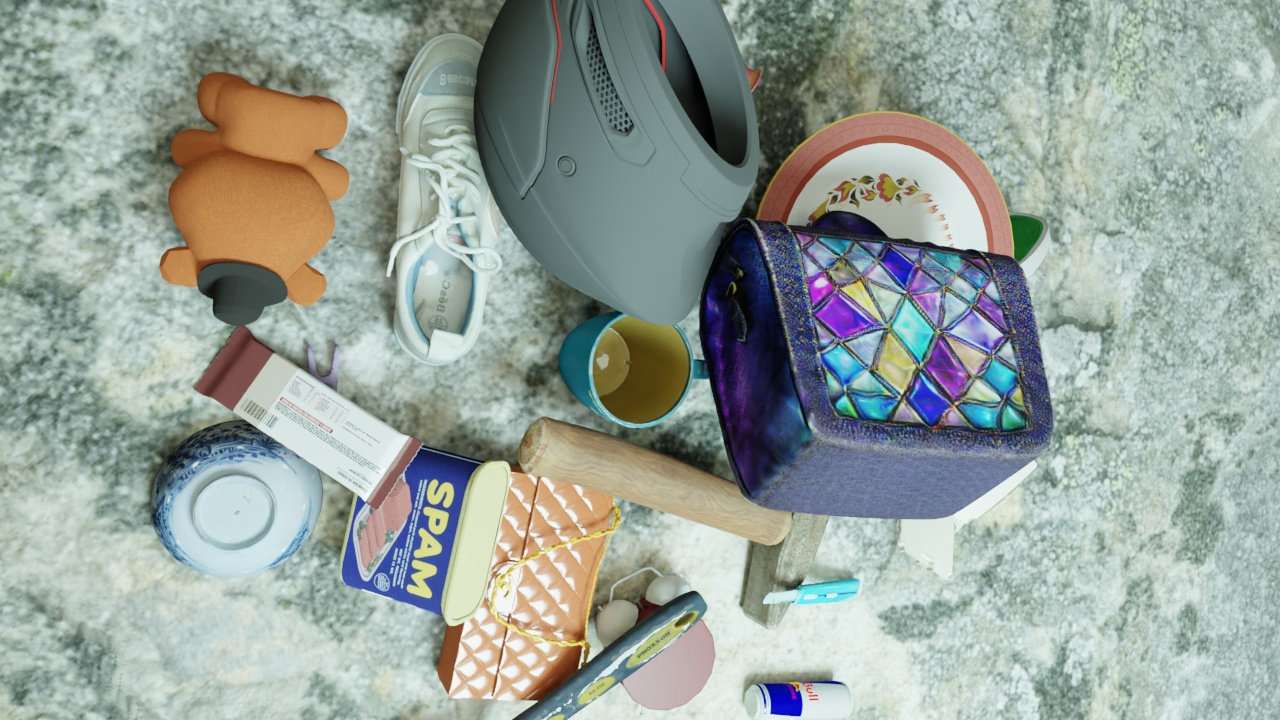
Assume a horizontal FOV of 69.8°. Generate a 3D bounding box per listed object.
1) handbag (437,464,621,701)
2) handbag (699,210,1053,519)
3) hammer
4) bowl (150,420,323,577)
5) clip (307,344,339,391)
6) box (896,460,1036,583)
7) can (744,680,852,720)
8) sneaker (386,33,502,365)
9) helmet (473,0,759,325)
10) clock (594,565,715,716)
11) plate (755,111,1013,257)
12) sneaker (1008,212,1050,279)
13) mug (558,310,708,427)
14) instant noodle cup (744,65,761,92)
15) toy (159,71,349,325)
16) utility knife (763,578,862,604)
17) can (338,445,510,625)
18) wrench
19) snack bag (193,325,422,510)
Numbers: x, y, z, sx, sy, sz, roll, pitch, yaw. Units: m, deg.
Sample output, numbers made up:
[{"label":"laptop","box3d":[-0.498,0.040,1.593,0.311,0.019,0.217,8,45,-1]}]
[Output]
[{"label":"handbag","box3d":[-0.082,0.174,0.712,0.108,0.060,0.172,12,89,-25]},{"label":"handbag","box3d":[0.158,-0.011,0.642,0.204,0.126,0.221,5,58,-14]},{"label":"hammer","box3d":[0.032,0.110,0.723,0.300,0.037,0.158,24,85,-34]},{"label":"bowl","box3d":[-0.280,0.101,0.637,0.114,0.045,0.114,-1,94,-20]},{"label":"clip","box3d":[-0.229,0.013,0.668,0.035,0.013,0.052,-5,98,-19]},{"label":"box","box3d":[0.240,0.089,0.737,0.143,0.192,0.107,28,113,-24]},{"label":"can","box3d":[0.140,0.303,0.815,0.095,0.032,0.032,6,92,-21]},{"label":"sneaker","box3d":[-0.131,-0.115,0.654,0.089,0.091,0.242,5,91,-20]},{"label":"helmet","box3d":[-0.023,-0.148,0.612,0.163,0.170,0.265,-39,108,-55]},{"label":"clock","box3d":[0.012,0.230,0.756,0.087,0.044,0.124,-24,102,-17]},{"label":"plate","box3d":[0.193,-0.080,0.733,0.229,0.021,0.230,-1,95,-14]},{"label":"sneaker","box3d":[0.284,-0.042,0.828,0.235,0.084,0.079,-42,131,-16]},{"label":"mug","box3d":[-0.004,0.004,0.702,0.112,0.104,0.084,3,92,-23]},{"label":"instant noodle cup","box3d":[0.021,-0.218,0.707,0.108,0.098,0.097,37,81,-11]},{"label":"toy","box3d":[-0.254,-0.110,0.608,0.112,0.096,0.175,11,62,-21]},{"label":"utility knife","box3d":[0.147,0.202,0.788,0.151,0.015,0.022,8,100,-46]},{"label":"can","box3d":[-0.155,0.118,0.658,0.092,0.056,0.116,12,89,17]},{"label":"wrench","box3d":[-0.063,0.262,0.699,0.273,0.022,0.073,-36,127,-7]},{"label":"snack bag","box3d":[-0.232,0.039,0.640,0.158,0.013,0.057,31,83,5]}]
